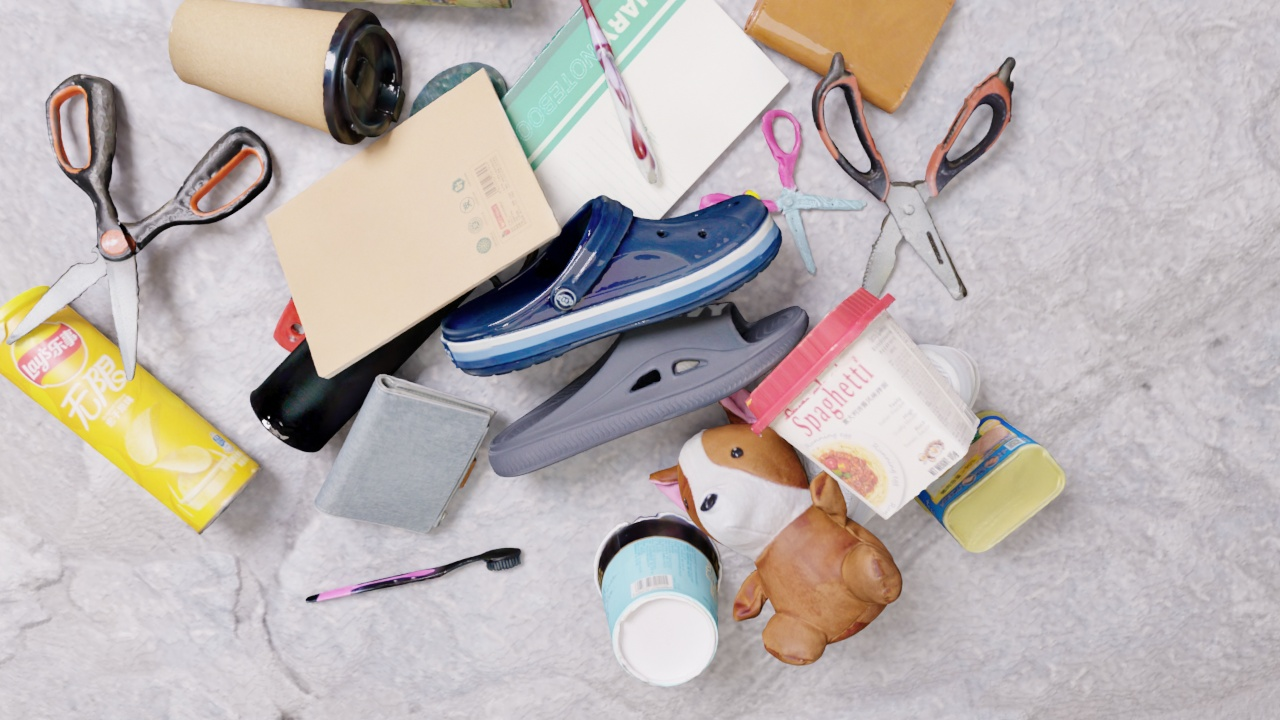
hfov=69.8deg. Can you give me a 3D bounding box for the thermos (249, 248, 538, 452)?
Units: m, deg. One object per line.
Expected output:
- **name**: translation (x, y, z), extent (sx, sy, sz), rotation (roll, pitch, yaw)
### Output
- **thermos**: translation (-0.181, -0.028, 0.700), extent (0.243, 0.068, 0.090), rotation (-43, 119, 8)

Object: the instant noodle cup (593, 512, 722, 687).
- **instant noodle cup**: translation (0.017, 0.196, 0.733), extent (0.111, 0.120, 0.111), rotation (0, 104, -2)

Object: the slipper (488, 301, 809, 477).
- **slipper**: translation (-0.004, 0.004, 0.694), extent (0.268, 0.110, 0.083), rotation (-24, 100, 7)

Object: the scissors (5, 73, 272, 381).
- **scissors**: translation (-0.370, -0.105, 0.666), extent (0.232, 0.022, 0.221), rotation (-25, 90, -10)

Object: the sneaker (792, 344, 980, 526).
- **sneaker**: translation (0.178, 0.079, 0.739), extent (0.089, 0.090, 0.243), rotation (48, 120, 21)

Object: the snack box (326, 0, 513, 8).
- **snack box**: translation (-0.173, -0.335, 0.613), extent (0.182, 0.046, 0.178), rotation (1, 90, -3)

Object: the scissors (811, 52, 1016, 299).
- **scissors**: translation (0.200, -0.135, 0.697), extent (0.189, 0.015, 0.223), rotation (19, 111, -13)

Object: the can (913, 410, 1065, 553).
- **can**: translation (0.276, 0.097, 0.737), extent (0.102, 0.083, 0.057), rotation (-42, 102, 8)

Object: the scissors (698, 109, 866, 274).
- **scissors**: translation (0.112, -0.131, 0.711), extent (0.133, 0.017, 0.135), rotation (1, 102, -7)

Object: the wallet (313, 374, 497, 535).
- **wallet**: translation (-0.183, 0.076, 0.726), extent (0.106, 0.037, 0.130), rotation (19, 116, -30)

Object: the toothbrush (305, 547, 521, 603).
- **toothbrush**: translation (-0.192, 0.186, 0.779), extent (0.189, 0.014, 0.018), rotation (-13, 116, 2)

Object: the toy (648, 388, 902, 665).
- **toy**: translation (0.093, 0.122, 0.682), extent (0.140, 0.130, 0.199), rotation (-47, 61, 20)

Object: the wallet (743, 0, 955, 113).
- **wallet**: translation (0.155, -0.259, 0.669), extent (0.131, 0.031, 0.108), rotation (23, 101, -14)

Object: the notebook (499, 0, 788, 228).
- **notebook**: translation (-0.013, -0.184, 0.687), extent (0.150, 0.012, 0.209), rotation (41, 100, -16)

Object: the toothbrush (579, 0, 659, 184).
- **toothbrush**: translation (-0.023, -0.215, 0.659), extent (0.016, 0.017, 0.187), rotation (-22, 107, 2)

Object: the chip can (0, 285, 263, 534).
- **chip can**: translation (-0.397, 0.040, 0.706), extent (0.072, 0.072, 0.213), rotation (-44, 103, 8)

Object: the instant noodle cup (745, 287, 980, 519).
- **instant noodle cup**: translation (0.156, 0.031, 0.630), extent (0.124, 0.116, 0.117), rotation (45, 120, 9)

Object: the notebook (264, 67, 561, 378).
- **notebook**: translation (-0.170, -0.098, 0.660), extent (0.208, 0.008, 0.147), rotation (-30, 71, 13)

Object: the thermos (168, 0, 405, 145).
- **thermos**: translation (-0.246, -0.208, 0.644), extent (0.143, 0.093, 0.093), rotation (13, 103, 3)

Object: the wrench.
- **wrench**: translation (-0.198, -0.116, 0.702), extent (0.056, 0.016, 0.273), rotation (38, 99, -10)

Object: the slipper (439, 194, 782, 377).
- **slipper**: translation (-0.028, -0.070, 0.658), extent (0.253, 0.105, 0.095), rotation (-22, 116, -1)
